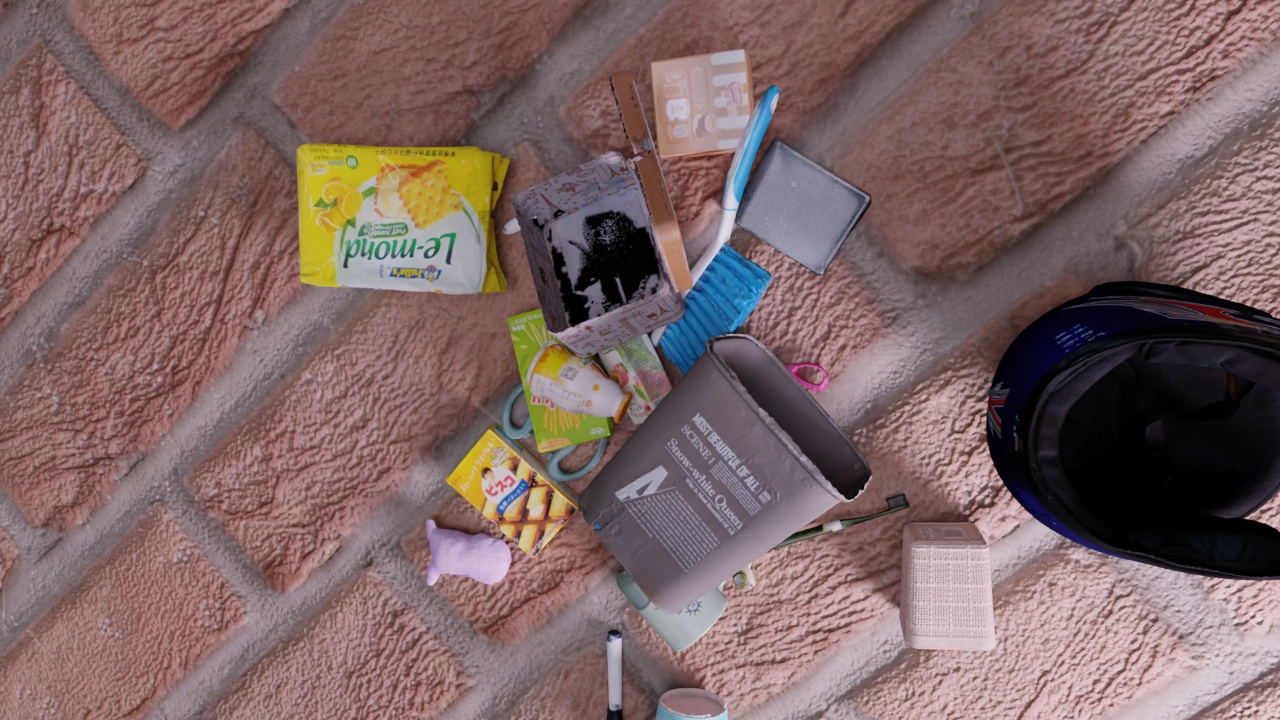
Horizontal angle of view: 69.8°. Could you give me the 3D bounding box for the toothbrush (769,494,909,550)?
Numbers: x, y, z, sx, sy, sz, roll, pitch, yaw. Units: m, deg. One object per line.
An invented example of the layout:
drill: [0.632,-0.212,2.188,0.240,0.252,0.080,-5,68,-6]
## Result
toothbrush: [0.201,0.179,0.996,0.186,0.012,0.017,-17,90,1]

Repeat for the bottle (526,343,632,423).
bottle: [-0.063,0.028,0.967,0.108,0.063,0.063,26,104,10]

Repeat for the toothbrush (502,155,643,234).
toothbrush: [-0.075,-0.179,0.999,0.180,0.016,0.016,-24,82,15]

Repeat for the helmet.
helmet: [0.476,0.059,0.815,0.316,0.239,0.247,11,102,21]

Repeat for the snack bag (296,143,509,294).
snack bag: [-0.265,-0.158,1.014,0.247,0.068,0.158,4,101,10]

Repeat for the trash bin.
trash bin: [0.077,0.116,0.914,0.220,0.198,0.199,-44,77,18]

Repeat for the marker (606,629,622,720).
marker: [-0.032,0.385,1.099,0.023,0.018,0.131,3,102,20]

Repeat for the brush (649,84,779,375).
brush: [0.090,-0.112,0.919,0.109,0.060,0.315,41,127,11]

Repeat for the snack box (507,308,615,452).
snack box: [-0.088,0.017,1.019,0.086,0.026,0.156,-14,87,11]

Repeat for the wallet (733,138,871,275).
wallet: [0.165,-0.159,0.956,0.121,0.019,0.097,32,104,2]

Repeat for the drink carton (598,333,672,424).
drink carton: [-0.006,0.006,0.996,0.045,0.054,0.122,-30,98,-29]

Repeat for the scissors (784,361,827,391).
scissors: [0.140,0.001,0.993,0.137,0.017,0.072,40,110,5]

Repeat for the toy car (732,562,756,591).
toy car: [0.110,0.212,1.024,0.035,0.042,0.090,-17,97,12]

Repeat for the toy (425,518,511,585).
toy: [-0.206,0.236,1.093,0.108,0.039,0.084,6,102,7]

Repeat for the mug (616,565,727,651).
mug: [0.042,0.247,1.029,0.111,0.082,0.106,-41,90,-7]

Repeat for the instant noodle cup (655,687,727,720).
instant noodle cup: [0.058,0.448,1.054,0.111,0.111,0.120,5,94,10]

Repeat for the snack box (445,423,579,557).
snack box: [-0.147,0.152,1.069,0.140,0.033,0.087,42,105,3]

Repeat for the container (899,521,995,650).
container: [0.320,0.233,0.965,0.090,0.090,0.111,-2,97,11]

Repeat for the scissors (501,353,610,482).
scissors: [-0.066,0.063,1.042,0.179,0.019,0.161,-32,89,11]

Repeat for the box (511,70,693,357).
box: [-0.047,-0.127,0.887,0.158,0.217,0.180,-17,69,3]

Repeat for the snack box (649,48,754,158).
snack box: [0.066,-0.255,0.925,0.094,0.077,0.093,-4,100,12]
